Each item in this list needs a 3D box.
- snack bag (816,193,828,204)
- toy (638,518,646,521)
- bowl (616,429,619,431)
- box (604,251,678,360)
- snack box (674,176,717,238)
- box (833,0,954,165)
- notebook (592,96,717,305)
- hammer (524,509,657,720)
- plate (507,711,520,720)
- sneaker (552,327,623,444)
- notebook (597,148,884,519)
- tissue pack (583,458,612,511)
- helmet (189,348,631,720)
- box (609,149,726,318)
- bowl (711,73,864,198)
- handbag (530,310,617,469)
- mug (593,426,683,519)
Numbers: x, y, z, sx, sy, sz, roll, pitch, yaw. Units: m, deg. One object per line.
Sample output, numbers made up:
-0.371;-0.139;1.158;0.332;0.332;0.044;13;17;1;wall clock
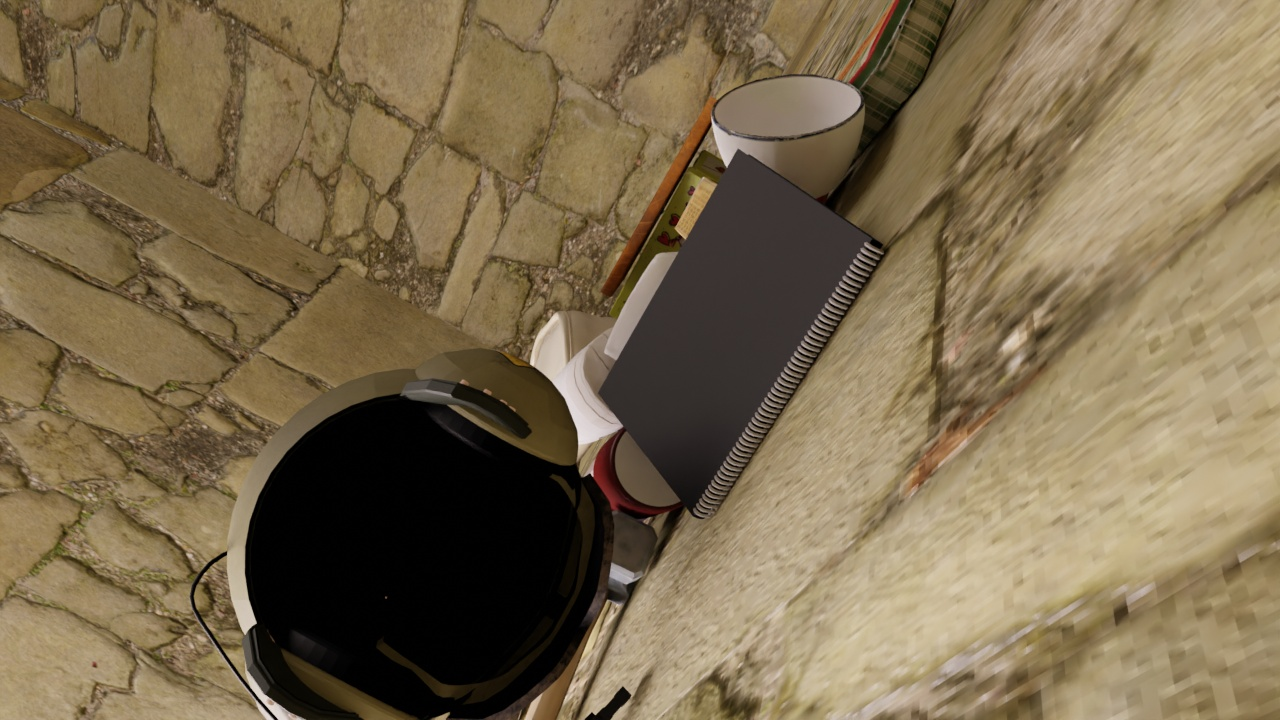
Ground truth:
0.117;-0.096;0.799;0.143;0.039;0.131;-65;10;-25;snack bag
0.011;0.096;0.825;0.099;0.036;0.080;-62;8;1;toy
0.009;0.045;1.113;0.124;0.052;0.124;-61;4;6;bowl
0.054;-0.024;0.733;0.103;0.110;0.129;-62;-16;19;box
0.086;-0.094;0.719;0.056;0.057;0.206;-61;20;12;snack box
0.186;-0.227;0.801;0.117;0.050;0.206;-64;5;-25;box
0.023;-0.181;1.046;0.249;0.014;0.178;-59;2;14;notebook
-0.074;0.265;0.673;0.322;0.051;0.118;-66;6;-29;hammer
-0.143;0.274;0.909;0.188;0.027;0.188;-1;-91;-83;plate
-0.004;0.005;0.822;0.105;0.090;0.235;-35;3;39;sneaker
0.056;-0.020;0.611;0.207;0.016;0.149;-60;41;18;notebook
-0.050;0.183;0.895;0.104;0.071;0.181;-15;46;64;tissue pack
-0.121;0.122;0.575;0.250;0.255;0.233;-60;7;-11;helmet
0.065;-0.120;1.085;0.222;0.124;0.082;-56;3;34;box
0.115;-0.171;0.718;0.116;0.116;0.066;-65;-27;-46;bowl
-0.047;0.038;0.975;0.230;0.132;0.183;118;158;-60;handbag
0.015;0.072;0.718;0.105;0.073;0.083;-50;0;-18;mug
